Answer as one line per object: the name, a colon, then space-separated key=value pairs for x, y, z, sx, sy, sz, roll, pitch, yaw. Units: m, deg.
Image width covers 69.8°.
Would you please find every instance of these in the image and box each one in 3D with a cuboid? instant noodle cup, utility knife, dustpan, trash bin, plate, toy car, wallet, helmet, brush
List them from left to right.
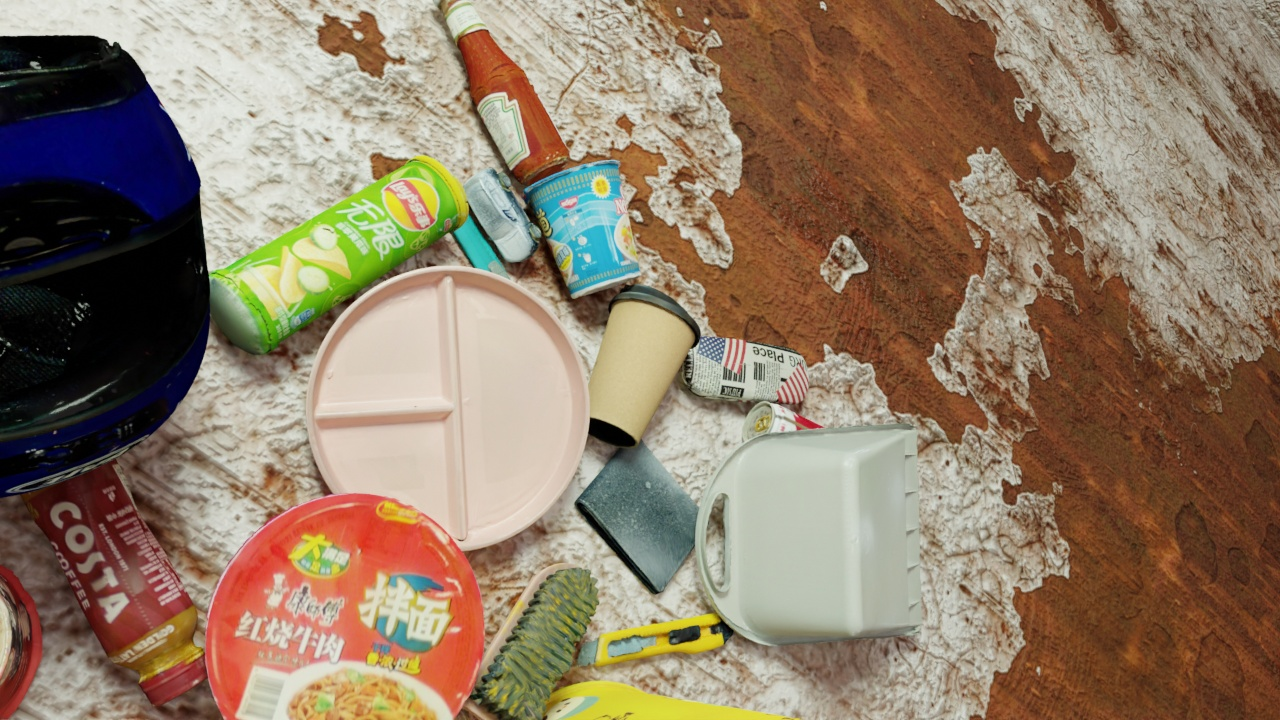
instant noodle cup: x=-0.412 y=0.163 z=0.510 sx=0.137 sy=0.109 sz=0.137 roll=12 pitch=67 yaw=-31
helmet: x=-0.357 y=-0.043 z=0.500 sx=0.246 sy=0.316 sz=0.241 roll=-29 pitch=125 yaw=-38
instant noodle cup: x=-0.213 y=0.196 z=0.658 sx=0.193 sy=0.066 sz=0.193 roll=13 pitch=66 yaw=-31
plate: x=-0.152 y=0.039 z=0.746 sx=0.229 sy=0.028 sz=0.229 roll=2 pitch=85 yaw=-24
utility knife: x=-0.131 y=-0.077 z=0.841 sx=0.029 sy=0.013 sz=0.218 roll=-34 pitch=94 yaw=-38
toy car: x=-0.128 y=-0.131 z=0.839 sx=0.090 sy=0.043 sz=0.034 roll=59 pitch=26 yaw=-4
brush: x=-0.085 y=0.224 z=0.730 sx=0.063 sy=0.073 sz=0.145 roll=39 pitch=51 yaw=-10
instant noodle cup: x=-0.049 y=-0.120 z=0.868 sx=0.099 sy=0.099 sz=0.110 roll=-20 pitch=93 yaw=-37
wallet: x=0.005 y=0.142 z=0.853 sx=0.121 sy=0.019 sz=0.097 roll=51 pitch=53 yaw=-11
utility knife: x=0.017 y=0.252 z=0.821 sx=0.171 sy=0.015 sz=0.033 roll=0 pitch=70 yaw=-34
trash bin: x=0.031 y=0.348 z=0.648 sx=0.229 sy=0.256 sz=0.229 roll=11 pitch=68 yaw=-30
dustpan: x=0.174 y=0.172 z=0.915 sx=0.257 sy=0.143 sz=0.222 roll=8 pitch=81 yaw=-59

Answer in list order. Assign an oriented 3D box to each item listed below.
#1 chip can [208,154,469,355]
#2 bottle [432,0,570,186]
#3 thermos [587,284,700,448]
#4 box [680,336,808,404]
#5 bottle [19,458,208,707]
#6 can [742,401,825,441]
chip can: x=-0.239 y=-0.088 z=0.736 sx=0.072 sy=0.073 sz=0.220 roll=53 pitch=54 yaw=-7
bottle: x=-0.138 y=-0.268 z=0.877 sx=0.059 sy=0.060 sz=0.206 roll=-28 pitch=90 yaw=-37
thermos: x=-0.005 y=0.005 z=0.855 sx=0.093 sy=0.093 sz=0.143 roll=32 pitch=67 yaw=-21
box: x=0.109 y=0.012 z=0.958 sx=0.164 sy=0.051 sz=0.068 roll=10 pitch=58 yaw=-32
bottle: x=-0.339 y=0.139 z=0.598 sx=0.057 sy=0.058 sz=0.175 roll=-28 pitch=90 yaw=-37
can: x=0.173 y=0.090 z=0.959 sx=0.132 sy=0.053 sz=0.053 roll=25 pitch=61 yaw=-24
